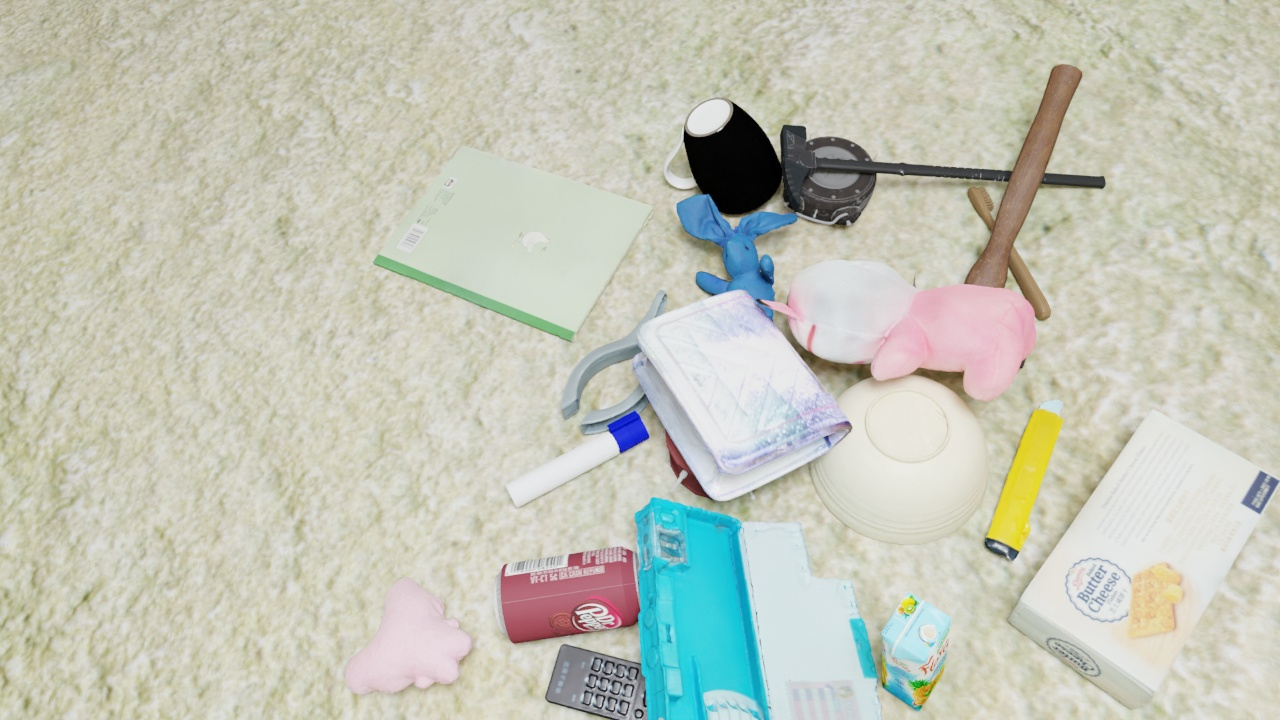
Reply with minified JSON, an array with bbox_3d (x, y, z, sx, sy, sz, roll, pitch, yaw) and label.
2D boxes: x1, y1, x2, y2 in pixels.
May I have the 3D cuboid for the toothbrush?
[{"bbox_3d":[0.356,-0.107,0.886,0.016,0.016,0.166,-10,57,-6],"label":"toothbrush"}]

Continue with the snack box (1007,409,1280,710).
[{"bbox_3d":[0.385,0.147,0.703,0.104,0.057,0.207,35,69,25],"label":"snack box"}]

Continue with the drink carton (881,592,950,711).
[{"bbox_3d":[0.193,0.209,0.650,0.038,0.129,0.044,29,67,30],"label":"drink carton"}]

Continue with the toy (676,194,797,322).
[{"bbox_3d":[0.104,-0.084,0.871,0.113,0.071,0.176,-15,66,12],"label":"toy"}]

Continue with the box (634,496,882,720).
[{"bbox_3d":[0.087,0.220,0.695,0.185,0.056,0.226,11,48,-18],"label":"box"}]

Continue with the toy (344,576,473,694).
[{"bbox_3d":[-0.179,0.228,0.735,0.096,0.053,0.098,10,56,22],"label":"toy"}]

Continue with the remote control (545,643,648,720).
[{"bbox_3d":[0.004,0.261,0.710,0.150,0.022,0.047,11,60,12],"label":"remote control"}]

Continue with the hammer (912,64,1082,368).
[{"bbox_3d":[0.350,-0.142,0.864,0.115,0.033,0.322,21,76,19],"label":"hammer"}]

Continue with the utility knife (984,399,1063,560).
[{"bbox_3d":[0.325,0.095,0.767,0.030,0.017,0.162,25,66,15],"label":"utility knife"}]

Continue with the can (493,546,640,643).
[{"bbox_3d":[-0.056,0.188,0.737,0.114,0.063,0.063,-9,58,2],"label":"can"}]

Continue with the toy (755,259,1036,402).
[{"bbox_3d":[0.215,-0.034,0.772,0.213,0.084,0.141,14,26,29],"label":"toy"}]

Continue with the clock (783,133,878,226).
[{"bbox_3d":[0.190,-0.178,0.934,0.091,0.044,0.122,20,64,11],"label":"clock"}]

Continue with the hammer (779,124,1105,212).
[{"bbox_3d":[0.300,-0.181,0.905,0.325,0.015,0.094,3,64,-3],"label":"hammer"}]

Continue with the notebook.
[{"bbox_3d":[-0.136,-0.133,0.974,0.253,0.010,0.181,21,64,20],"label":"notebook"}]

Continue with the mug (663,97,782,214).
[{"bbox_3d":[0.073,-0.209,0.931,0.119,0.100,0.084,-5,57,28],"label":"mug"}]

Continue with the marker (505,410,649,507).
[{"bbox_3d":[-0.056,0.088,0.819,0.133,0.027,0.023,-27,23,-9],"label":"marker"}]

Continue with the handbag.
[{"bbox_3d":[0.079,0.026,0.760,0.126,0.069,0.158,-21,59,-20],"label":"handbag"}]

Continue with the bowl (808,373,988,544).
[{"bbox_3d":[0.218,0.069,0.764,0.151,0.075,0.150,-4,58,6],"label":"bowl"}]

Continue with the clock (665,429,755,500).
[{"bbox_3d":[0.070,0.060,0.805,0.096,0.048,0.137,3,61,10],"label":"clock"}]

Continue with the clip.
[{"bbox_3d":[0.005,0.012,0.857,0.107,0.028,0.163,34,69,23],"label":"clip"}]
